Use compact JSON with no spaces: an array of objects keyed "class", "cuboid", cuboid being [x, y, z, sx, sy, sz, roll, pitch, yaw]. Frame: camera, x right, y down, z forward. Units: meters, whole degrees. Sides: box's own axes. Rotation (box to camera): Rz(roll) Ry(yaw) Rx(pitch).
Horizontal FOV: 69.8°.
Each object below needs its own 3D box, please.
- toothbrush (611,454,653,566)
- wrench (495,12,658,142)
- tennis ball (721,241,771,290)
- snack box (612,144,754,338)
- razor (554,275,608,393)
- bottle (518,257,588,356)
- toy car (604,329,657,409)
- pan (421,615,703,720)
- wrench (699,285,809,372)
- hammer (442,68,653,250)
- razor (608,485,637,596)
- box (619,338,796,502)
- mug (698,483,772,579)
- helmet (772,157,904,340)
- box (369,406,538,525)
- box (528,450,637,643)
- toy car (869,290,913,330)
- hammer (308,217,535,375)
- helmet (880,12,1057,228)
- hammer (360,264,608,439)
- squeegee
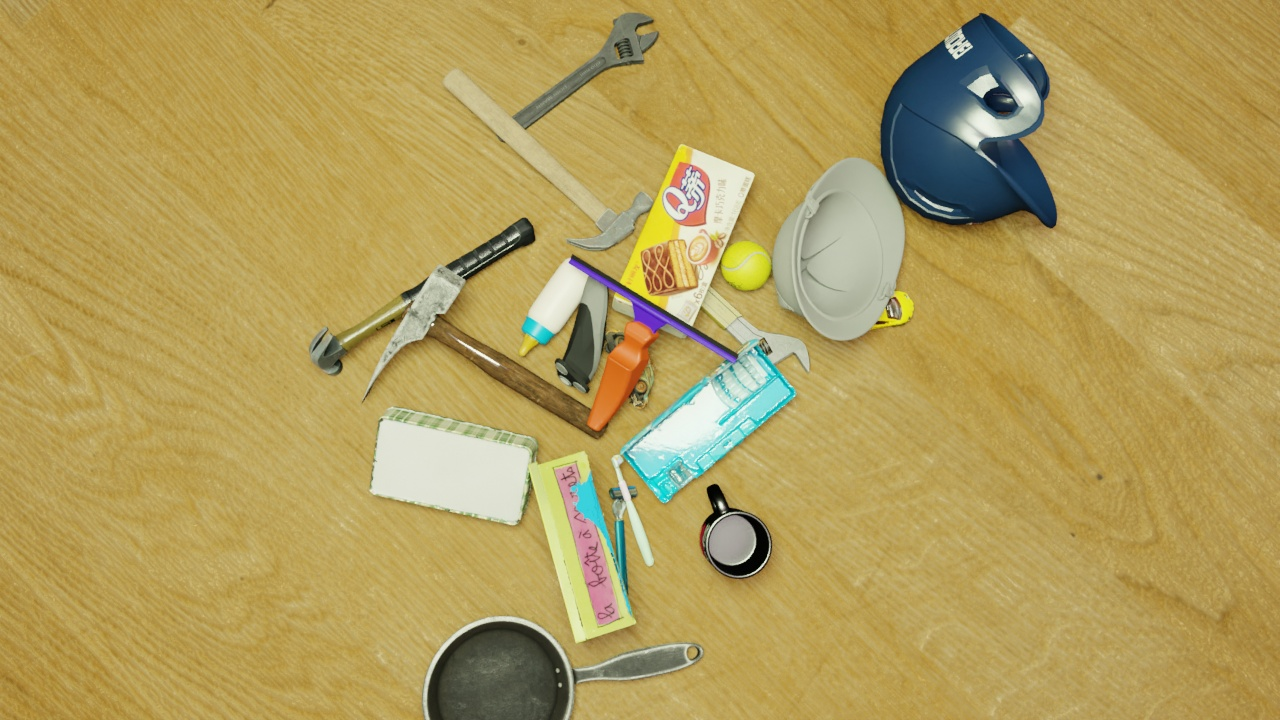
[{"class":"toothbrush","cuboid":[-0.009,0.196,1.190,0.015,0.022,0.155,-14,100,21]},{"class":"wrench","cuboid":[-0.089,-0.390,1.273,0.273,0.018,0.073,-37,86,-3]},{"class":"tennis ball","cuboid":[0.140,-0.126,1.219,0.065,0.065,0.065,0,83,-1]},{"class":"snack box","cuboid":[0.055,-0.157,1.205,0.110,0.062,0.230,23,80,1]},{"class":"razor","cuboid":[-0.070,-0.039,1.201,0.057,0.060,0.156,22,93,42]},{"class":"bottle","cuboid":[-0.118,-0.066,1.218,0.051,0.051,0.146,34,84,3]},{"class":"toy car","cuboid":[-0.007,0.007,1.214,0.047,0.047,0.112,-23,90,-26]},{"class":"pan","cuboid":[-0.095,0.404,1.166,0.356,0.055,0.187,-8,81,-14]},{"class":"wrench","cuboid":[0.114,-0.067,1.236,0.273,0.018,0.083,44,85,4]},{"class":"hammer","cuboid":[-0.140,-0.279,1.245,0.331,0.031,0.119,43,85,0]},{"class":"razor","cuboid":[-0.025,0.237,1.201,0.042,0.022,0.144,1,87,-37]},{"class":"box","cuboid":[0.085,0.077,1.159,0.227,0.121,0.098,-40,85,1]},{"class":"mug","cuboid":[0.112,0.213,1.164,0.082,0.098,0.118,-21,84,-3]},{"class":"helmet","cuboid":[0.235,-0.136,1.201,0.183,0.118,0.270,43,58,-23]},{"class":"box","cuboid":[-0.241,0.135,1.182,0.205,0.049,0.118,11,106,2]},{"class":"box","cuboid":[-0.073,0.230,1.136,0.081,0.124,0.221,-18,77,-6]},{"class":"toy car","cuboid":[0.316,-0.066,1.233,0.107,0.030,0.049,-12,83,-3]},{"class":"hammer","cuboid":[-0.283,-0.089,1.199,0.332,0.118,0.025,-34,80,-9]},{"class":"helmet","cuboid":[0.428,-0.269,1.165,0.272,0.231,0.224,45,124,1]},{"class":"hammer","cuboid":[-0.193,0.042,1.197,0.300,0.037,0.218,33,114,-11]},{"class":"squeegee","cuboid":[-0.020,0.007,1.155,0.250,0.055,0.185,32,107,17]}]
